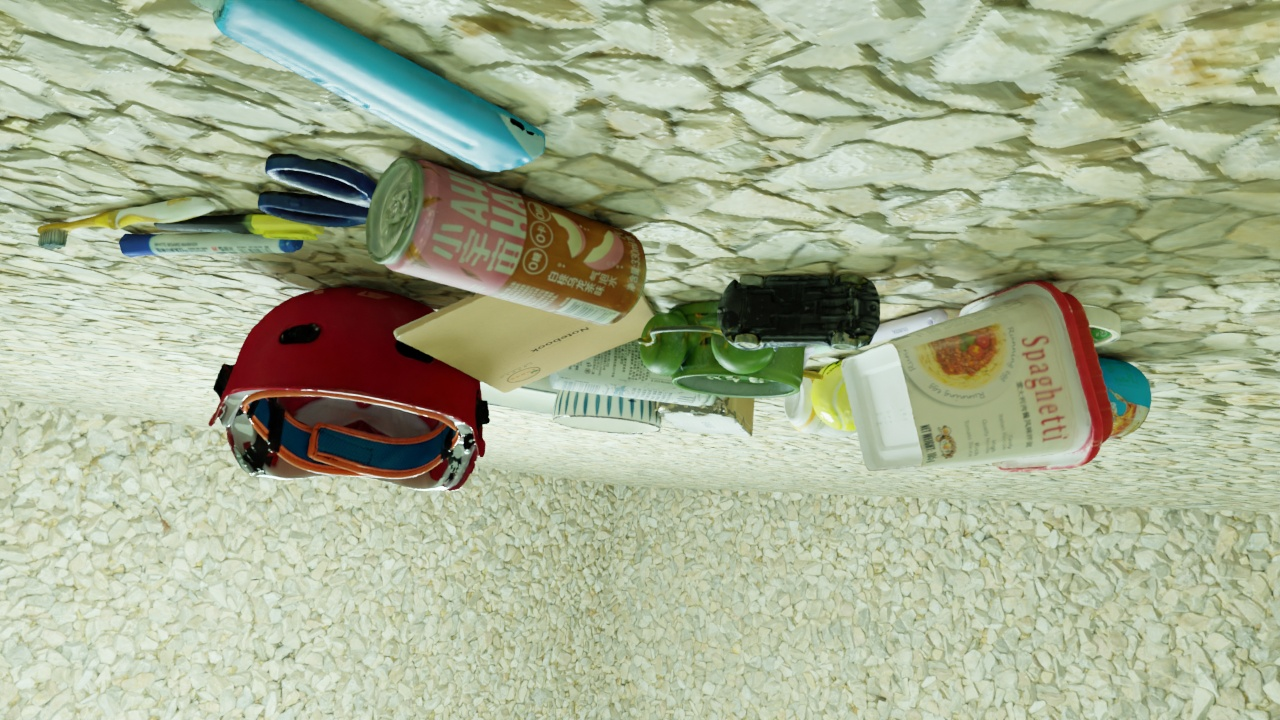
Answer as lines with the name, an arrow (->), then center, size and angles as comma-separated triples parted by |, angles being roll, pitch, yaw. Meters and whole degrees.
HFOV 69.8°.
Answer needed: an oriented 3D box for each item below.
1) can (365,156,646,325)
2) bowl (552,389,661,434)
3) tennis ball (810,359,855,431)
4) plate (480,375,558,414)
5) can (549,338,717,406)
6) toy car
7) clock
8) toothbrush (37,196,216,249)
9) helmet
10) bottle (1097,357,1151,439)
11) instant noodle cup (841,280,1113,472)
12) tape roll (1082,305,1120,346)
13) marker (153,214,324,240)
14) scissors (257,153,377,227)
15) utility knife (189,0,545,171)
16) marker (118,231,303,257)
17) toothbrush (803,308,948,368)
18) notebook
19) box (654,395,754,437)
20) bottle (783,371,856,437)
can -> -0.068, -0.061, 0.495 | 0.147, 0.058, 0.058 | 14, 166, -38
bowl -> -0.033, 0.038, 0.976 | 0.116, 0.066, 0.116 | 4, 168, 1
tennis ball -> 0.189, 0.032, 0.837 | 0.065, 0.065, 0.065 | 5, 169, 1
plate -> -0.125, 0.033, 1.081 | 0.265, 0.034, 0.162 | 12, 167, -32
can -> -0.005, 0.005, 0.809 | 0.146, 0.058, 0.058 | 7, 169, -12
toy car -> 0.103, -0.030, 0.600 | 0.106, 0.049, 0.031 | 2, 165, 21
clock -> 0.067, -0.009, 0.708 | 0.116, 0.056, 0.161 | -3, 166, 34
toothbrush -> -0.334, -0.087, 0.588 | 0.192, 0.018, 0.016 | -1, 169, 30
helmet -> -0.223, 0.010, 0.736 | 0.207, 0.143, 0.241 | 7, 155, -13
bottle -> 0.293, 0.016, 0.715 | 0.218, 0.065, 0.065 | 10, 169, -18
instant noodle cup -> 0.204, 0.020, 0.577 | 0.124, 0.116, 0.117 | -10, 173, -14
tape roll -> 0.289, -0.022, 0.645 | 0.086, 0.014, 0.086 | 5, 170, 1
marker -> -0.253, -0.084, 0.576 | 0.124, 0.015, 0.018 | 3, 172, 17
scissors -> -0.138, -0.086, 0.521 | 0.163, 0.012, 0.160 | 2, 170, 12
utility knife -> -0.111, -0.113, 0.347 | 0.034, 0.018, 0.187 | -17, 158, 34
marker -> -0.290, -0.079, 0.617 | 0.146, 0.017, 0.017 | 1, 169, 20
toothbrush -> 0.170, -0.017, 0.722 | 0.021, 0.029, 0.190 | -35, -173, -26
notebook -> -0.068, -0.024, 0.664 | 0.148, 0.008, 0.207 | -22, 165, 6
box -> 0.074, 0.042, 0.975 | 0.090, 0.061, 0.184 | 3, 171, 12
bottle -> 0.201, 0.047, 0.920 | 0.108, 0.063, 0.063 | 10, 169, -20
